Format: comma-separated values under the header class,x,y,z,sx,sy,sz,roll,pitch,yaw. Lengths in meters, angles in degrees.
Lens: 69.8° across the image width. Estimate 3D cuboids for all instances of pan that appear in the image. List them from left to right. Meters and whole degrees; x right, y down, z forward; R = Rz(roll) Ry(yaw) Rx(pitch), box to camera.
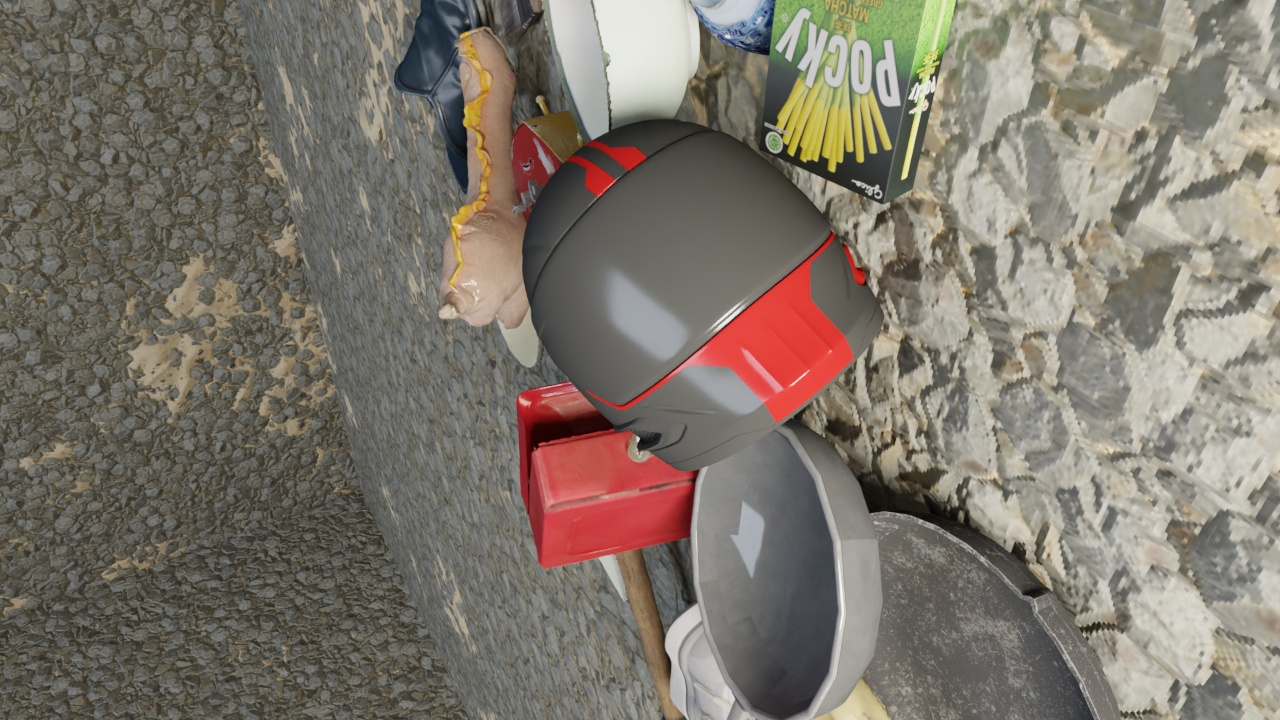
class,x,y,z,sx,sy,sz,roll,pitch,yaw
pan,0.071,0.198,0.573,0.178,0.041,0.358,-127,42,-57
pan,0.144,0.120,0.550,0.356,0.040,0.208,56,153,31

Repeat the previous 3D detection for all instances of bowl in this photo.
class,x,y,z,sx,sy,sz,roll,pitch,yaw
bowl,-0.098,-0.057,0.899,0.115,0.062,0.115,46,146,44
bowl,-0.011,-0.208,0.567,0.153,0.073,0.153,163,91,-80
bowl,0.051,-0.215,0.484,0.114,0.045,0.114,46,146,43

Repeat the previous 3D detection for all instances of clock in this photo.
class,x,y,z,sx,sy,sz,roll,pitch,yaw
clock,-0.059,-0.126,0.740,0.117,0.081,0.159,49,148,40

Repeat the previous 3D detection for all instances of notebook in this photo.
class,x,y,z,sx,sy,sz,roll,pitch,yaw
notebook,-0.074,0.155,1.031,0.208,0.012,0.153,53,163,36

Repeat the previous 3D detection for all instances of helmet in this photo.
class,x,y,z,sx,sy,sz,roll,pitch,yaw
helmet,0.016,-0.049,0.520,0.170,0.164,0.265,50,176,-3

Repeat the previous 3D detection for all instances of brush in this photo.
class,x,y,z,sx,sy,sz,roll,pitch,yaw
brush,-0.090,-0.304,0.757,0.151,0.012,0.039,-9,99,66

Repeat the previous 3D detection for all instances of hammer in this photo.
class,x,y,z,sx,sy,sz,roll,pitch,yaw
hammer,0.001,0.223,0.858,0.129,0.040,0.322,-57,-48,-81

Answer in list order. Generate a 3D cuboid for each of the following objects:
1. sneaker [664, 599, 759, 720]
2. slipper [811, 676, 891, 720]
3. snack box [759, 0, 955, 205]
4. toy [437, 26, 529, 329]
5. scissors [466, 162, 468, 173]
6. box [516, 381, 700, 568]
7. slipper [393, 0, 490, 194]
class,x,y,z,sx,sy,sz,roll,pitch,yaw
sneaker,0.088,0.253,0.705,0.128,0.096,0.264,50,153,34
slipper,0.128,0.293,0.607,0.111,0.079,0.262,52,163,44
snack box,0.101,-0.156,0.426,0.080,0.025,0.148,35,139,34
toy,-0.133,-0.157,0.774,0.196,0.065,0.264,-17,-77,-79
scissors,-0.137,-0.134,0.914,0.142,0.015,0.210,-90,-11,-65
box,-0.007,0.087,0.682,0.135,0.157,0.112,94,158,-47
slipper,-0.205,-0.281,0.934,0.109,0.083,0.266,55,150,36
